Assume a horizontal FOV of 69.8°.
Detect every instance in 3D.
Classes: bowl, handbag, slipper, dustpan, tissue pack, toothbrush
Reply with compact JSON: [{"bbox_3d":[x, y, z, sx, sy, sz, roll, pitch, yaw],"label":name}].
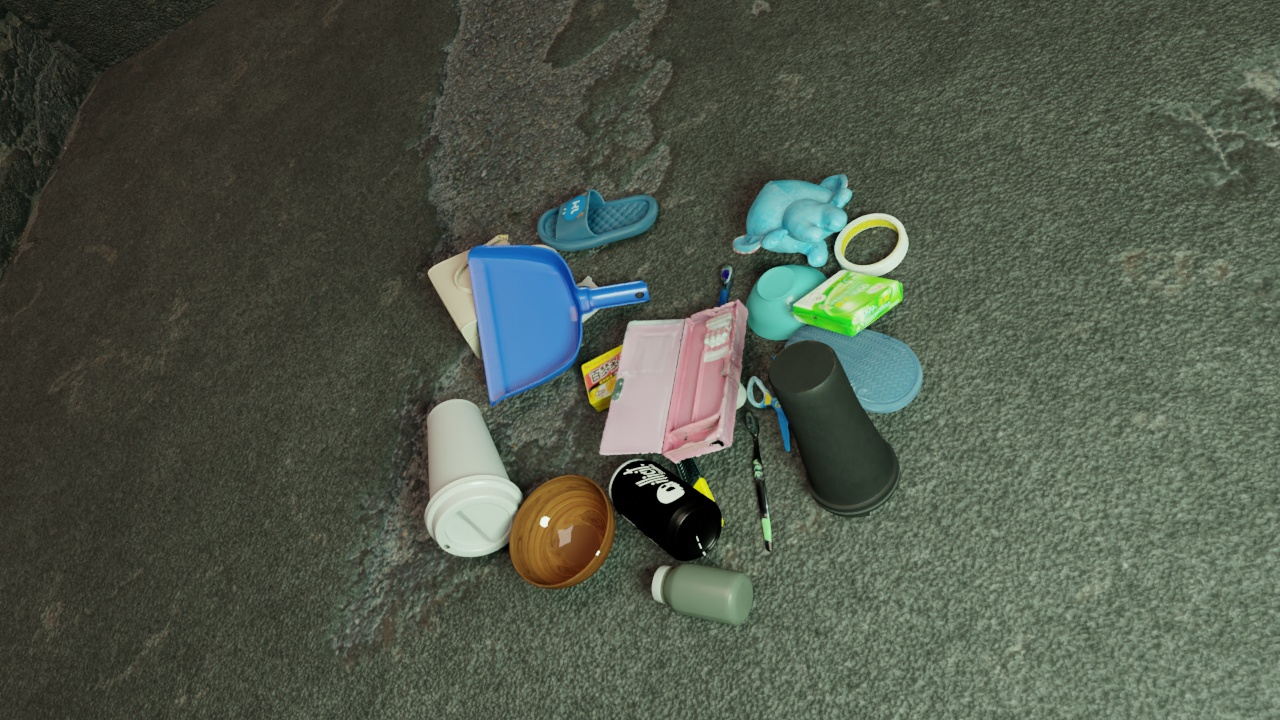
[{"bbox_3d":[0.189,-0.091,1.228,0.121,0.046,0.121,-16,53,22],"label":"bowl"},{"bbox_3d":[-0.218,-0.122,1.477,0.197,0.101,0.194,-32,47,-7],"label":"handbag"},{"bbox_3d":[-0.075,-0.228,1.470,0.214,0.059,0.103,-3,54,25],"label":"slipper"},{"bbox_3d":[-0.115,-0.075,1.367,0.257,0.060,0.245,-10,75,-7],"label":"dustpan"},{"bbox_3d":[0.259,-0.074,1.154,0.113,0.034,0.100,-35,33,-26],"label":"tissue pack"},{"bbox_3d":[0.259,0.007,1.114,0.103,0.059,0.214,-38,33,-9],"label":"slipper"},{"bbox_3d":[-0.087,0.226,1.165,0.148,0.069,0.147,-17,53,23],"label":"bowl"},{"bbox_3d":[0.144,0.143,1.118,0.014,0.017,0.187,-22,52,25],"label":"toothbrush"}]

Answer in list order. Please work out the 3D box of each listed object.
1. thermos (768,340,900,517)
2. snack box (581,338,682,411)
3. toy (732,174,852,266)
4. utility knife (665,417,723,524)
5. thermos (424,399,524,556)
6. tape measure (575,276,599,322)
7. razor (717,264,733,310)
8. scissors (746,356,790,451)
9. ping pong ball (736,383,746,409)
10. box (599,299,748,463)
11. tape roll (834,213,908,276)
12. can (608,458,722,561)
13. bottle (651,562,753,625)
[{"bbox_3d":[0.207,0.074,0.996,0.106,0.219,0.105,-17,44,17],"label":"thermos"},{"bbox_3d":[-0.008,0.008,1.295,0.152,0.025,0.075,-27,49,13],"label":"snack box"},{"bbox_3d":[0.221,-0.181,1.231,0.183,0.115,0.180,-32,27,-4],"label":"toy"},{"bbox_3d":[0.062,0.139,1.167,0.029,0.020,0.186,-31,50,10],"label":"utility knife"},{"bbox_3d":[-0.244,0.154,1.282,0.131,0.131,0.221,-34,40,7],"label":"thermos"},{"bbox_3d":[-0.088,-0.094,1.419,0.065,0.017,0.064,-43,48,-1],"label":"tape measure"},{"bbox_3d":[0.116,-0.079,1.284,0.044,0.018,0.140,-10,55,26],"label":"razor"},{"bbox_3d":[0.168,0.061,1.151,0.097,0.020,0.132,-32,56,46],"label":"scissors"},{"bbox_3d":[0.117,0.044,1.184,0.040,0.040,0.040,-16,53,22],"label":"ping pong ball"},{"bbox_3d":[0.050,0.029,1.191,0.181,0.051,0.232,-10,46,26],"label":"box"},{"bbox_3d":[0.306,-0.152,1.217,0.094,0.019,0.093,-16,53,22],"label":"tape roll"},{"bbox_3d":[0.028,0.177,1.107,0.080,0.080,0.146,-51,36,-8],"label":"can"},{"bbox_3d":[0.070,0.265,1.050,0.109,0.060,0.060,2,61,32],"label":"bottle"}]
